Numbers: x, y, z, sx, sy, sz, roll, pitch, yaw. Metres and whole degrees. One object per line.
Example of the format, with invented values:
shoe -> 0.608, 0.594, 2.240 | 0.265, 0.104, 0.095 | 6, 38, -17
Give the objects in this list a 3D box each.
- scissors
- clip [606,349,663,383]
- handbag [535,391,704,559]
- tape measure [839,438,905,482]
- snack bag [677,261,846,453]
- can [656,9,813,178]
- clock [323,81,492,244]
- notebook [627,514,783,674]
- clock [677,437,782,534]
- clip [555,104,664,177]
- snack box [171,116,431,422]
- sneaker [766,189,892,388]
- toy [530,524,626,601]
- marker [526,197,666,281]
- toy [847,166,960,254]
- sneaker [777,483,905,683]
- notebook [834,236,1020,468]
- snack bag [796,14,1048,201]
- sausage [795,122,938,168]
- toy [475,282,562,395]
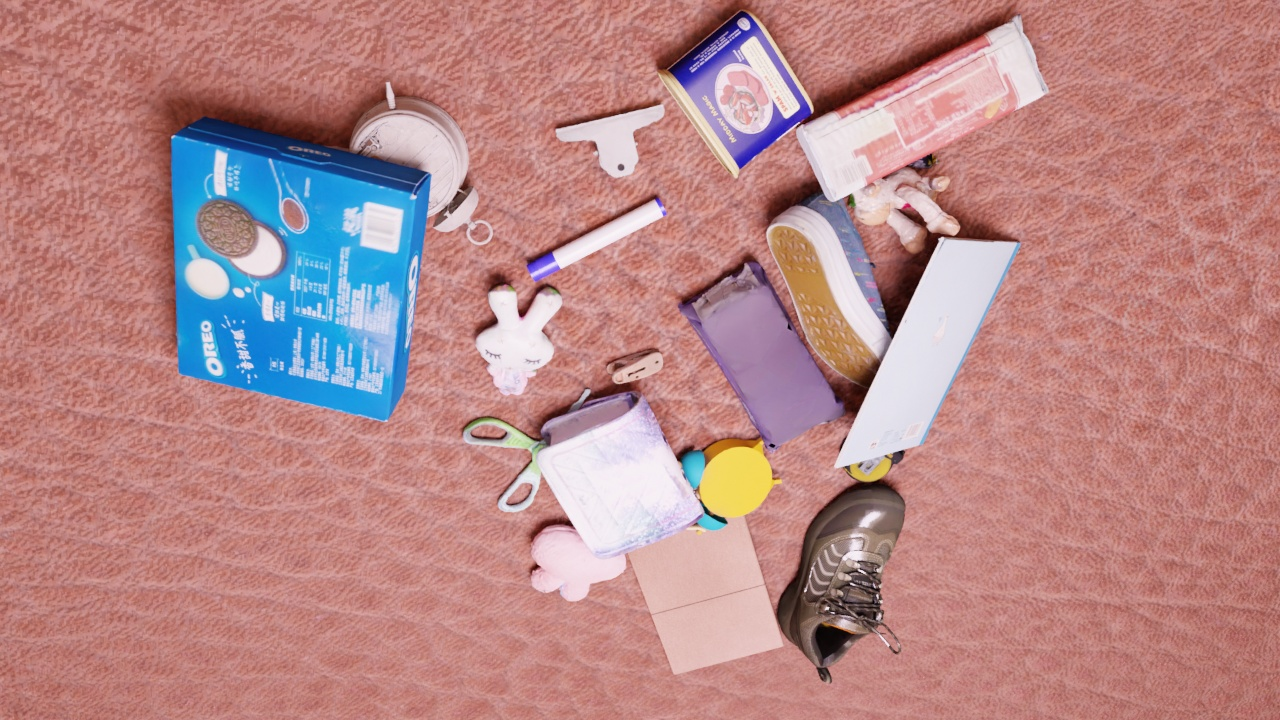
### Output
scissors -> -0.106, 0.098, 0.981 | 0.171, 0.023, 0.172 | 11, 108, -13
clip -> -0.006, 0.008, 0.941 | 0.059, 0.052, 0.026 | 4, 118, 19
handbag -> -0.021, 0.118, 0.956 | 0.126, 0.069, 0.158 | -22, 114, 12
tape measure -> 0.257, 0.109, 1.035 | 0.061, 0.034, 0.061 | 35, 108, -22
snack bag -> 0.129, 0.002, 0.945 | 0.096, 0.058, 0.205 | -32, 114, 5
can -> 0.087, -0.239, 0.820 | 0.092, 0.056, 0.116 | -37, 116, 8
clock -> -0.190, -0.159, 0.808 | 0.103, 0.061, 0.157 | -40, 114, 11
notebook -> 0.079, 0.280, 1.091 | 0.141, 0.008, 0.209 | -16, 116, 5
clock -> 0.089, 0.135, 1.013 | 0.129, 0.043, 0.099 | -24, 112, -7
clip -> -0.024, -0.198, 0.846 | 0.101, 0.045, 0.056 | -13, 111, -2
snack box -> -0.297, -0.071, 0.801 | 0.195, 0.056, 0.239 | 14, 123, -5
sneaker -> 0.205, -0.071, 0.925 | 0.079, 0.088, 0.235 | -49, 124, -24
toy -> -0.077, 0.230, 1.030 | 0.108, 0.053, 0.105 | 20, 122, -19
marker -> -0.042, -0.116, 0.879 | 0.141, 0.020, 0.020 | -27, 118, 3
toy -> 0.246, -0.152, 0.880 | 0.106, 0.085, 0.074 | 15, 91, -7
sneaker -> 0.239, 0.265, 1.049 | 0.101, 0.142, 0.238 | 16, 112, -17
notebook -> 0.298, -0.008, 0.945 | 0.180, 0.009, 0.254 | -5, 122, -46
snack bag -> 0.258, -0.230, 0.844 | 0.225, 0.041, 0.077 | -27, 98, -4
sausage -> 0.219, -0.205, 0.880 | 0.155, 0.020, 0.020 | 9, 114, -14
toy -> -0.121, -0.019, 0.904 | 0.079, 0.038, 0.123 | 3, 118, -19
